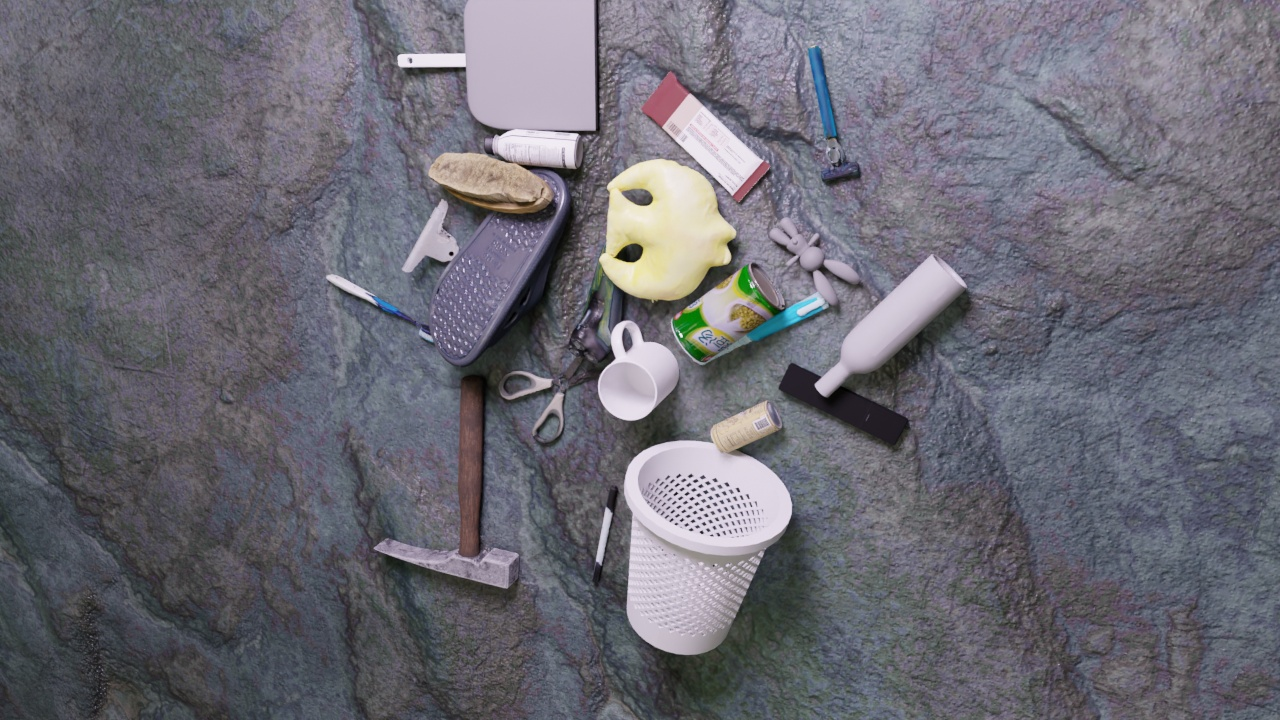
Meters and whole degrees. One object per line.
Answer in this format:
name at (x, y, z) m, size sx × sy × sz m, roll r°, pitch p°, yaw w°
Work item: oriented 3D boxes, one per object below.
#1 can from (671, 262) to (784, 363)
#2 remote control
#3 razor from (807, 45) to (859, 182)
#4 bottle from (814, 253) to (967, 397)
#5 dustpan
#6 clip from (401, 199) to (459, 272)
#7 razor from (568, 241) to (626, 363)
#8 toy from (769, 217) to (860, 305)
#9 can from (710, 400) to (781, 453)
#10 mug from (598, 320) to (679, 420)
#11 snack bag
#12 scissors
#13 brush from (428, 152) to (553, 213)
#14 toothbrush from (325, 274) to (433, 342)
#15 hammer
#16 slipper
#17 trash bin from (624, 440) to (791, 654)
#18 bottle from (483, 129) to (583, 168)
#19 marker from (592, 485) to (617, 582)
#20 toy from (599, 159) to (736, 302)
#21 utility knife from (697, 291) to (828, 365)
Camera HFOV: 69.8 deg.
can at (0.100, -0.054, 1.067) m, size 0.121 × 0.067 × 0.067 m, roll -35°, pitch 92°, yaw 25°
remote control at (0.237, 0.051, 1.077) m, size 0.150 × 0.013 × 0.034 m, roll 26°, pitch 108°, yaw 11°
razor at (0.202, -0.268, 0.993) m, size 0.042 × 0.022 × 0.144 m, roll -11°, pitch 101°, yaw 21°
bottle at (0.270, -0.031, 1.020) m, size 0.052 × 0.052 × 0.196 m, roll 44°, pitch 115°, yaw 3°
dustpan at (-0.173, -0.361, 1.100) m, size 0.258 × 0.033 × 0.163 m, roll 3°, pitch 106°, yaw 10°
clip at (-0.269, -0.156, 1.195) m, size 0.102 × 0.052 × 0.058 m, roll -54°, pitch 55°, yaw 25°
razor at (-0.049, -0.072, 1.118) m, size 0.054 × 0.067 × 0.151 m, roll 20°, pitch 104°, yaw 26°
toy at (0.194, -0.115, 1.036) m, size 0.111 × 0.030 × 0.049 m, roll 46°, pitch 100°, yaw 8°
can at (0.128, 0.081, 1.112) m, size 0.080 × 0.038 × 0.038 m, roll -28°, pitch 95°, yaw 24°
mug at (-0.007, 0.007, 1.110) m, size 0.074 × 0.090 × 0.110 m, roll -14°, pitch 100°, yaw 23°
snack bag at (0.074, -0.255, 1.047) m, size 0.158 × 0.013 × 0.057 m, roll 44°, pitch 117°, yaw 4°
scissors at (-0.117, 0.039, 1.202) m, size 0.166 × 0.012 × 0.158 m, roll 14°, pitch 112°, yaw 16°
brush at (-0.183, -0.215, 1.106) m, size 0.195 × 0.043 × 0.059 m, roll 20°, pitch 85°, yaw 35°
toothbrush at (-0.353, -0.072, 1.255) m, size 0.189 × 0.016 × 0.017 m, roll 28°, pitch 123°, yaw 10°
hammer at (-0.272, 0.160, 1.282) m, size 0.218 × 0.037 × 0.301 m, roll 10°, pitch 108°, yaw 17°
slipper at (-0.168, -0.114, 1.148) m, size 0.111 × 0.083 × 0.268 m, roll 36°, pitch 98°, yaw 23°
trash bin at (0.064, 0.235, 1.111) m, size 0.195 × 0.195 × 0.200 m, roll 18°, pitch 120°, yaw 14°
bottle at (-0.129, -0.254, 1.097) m, size 0.116 × 0.041 × 0.041 m, roll 6°, pitch 108°, yaw 9°
marker at (-0.048, 0.234, 1.236) m, size 0.011 × 0.011 × 0.152 m, roll 16°, pitch 111°, yaw 15°
toy at (0.032, -0.145, 1.064) m, size 0.155 × 0.064 × 0.171 m, roll 11°, pitch 113°, yaw 5°
utility knife at (0.141, -0.036, 1.085) m, size 0.179 × 0.015 × 0.022 m, roll -26°, pitch 95°, yaw 23°
